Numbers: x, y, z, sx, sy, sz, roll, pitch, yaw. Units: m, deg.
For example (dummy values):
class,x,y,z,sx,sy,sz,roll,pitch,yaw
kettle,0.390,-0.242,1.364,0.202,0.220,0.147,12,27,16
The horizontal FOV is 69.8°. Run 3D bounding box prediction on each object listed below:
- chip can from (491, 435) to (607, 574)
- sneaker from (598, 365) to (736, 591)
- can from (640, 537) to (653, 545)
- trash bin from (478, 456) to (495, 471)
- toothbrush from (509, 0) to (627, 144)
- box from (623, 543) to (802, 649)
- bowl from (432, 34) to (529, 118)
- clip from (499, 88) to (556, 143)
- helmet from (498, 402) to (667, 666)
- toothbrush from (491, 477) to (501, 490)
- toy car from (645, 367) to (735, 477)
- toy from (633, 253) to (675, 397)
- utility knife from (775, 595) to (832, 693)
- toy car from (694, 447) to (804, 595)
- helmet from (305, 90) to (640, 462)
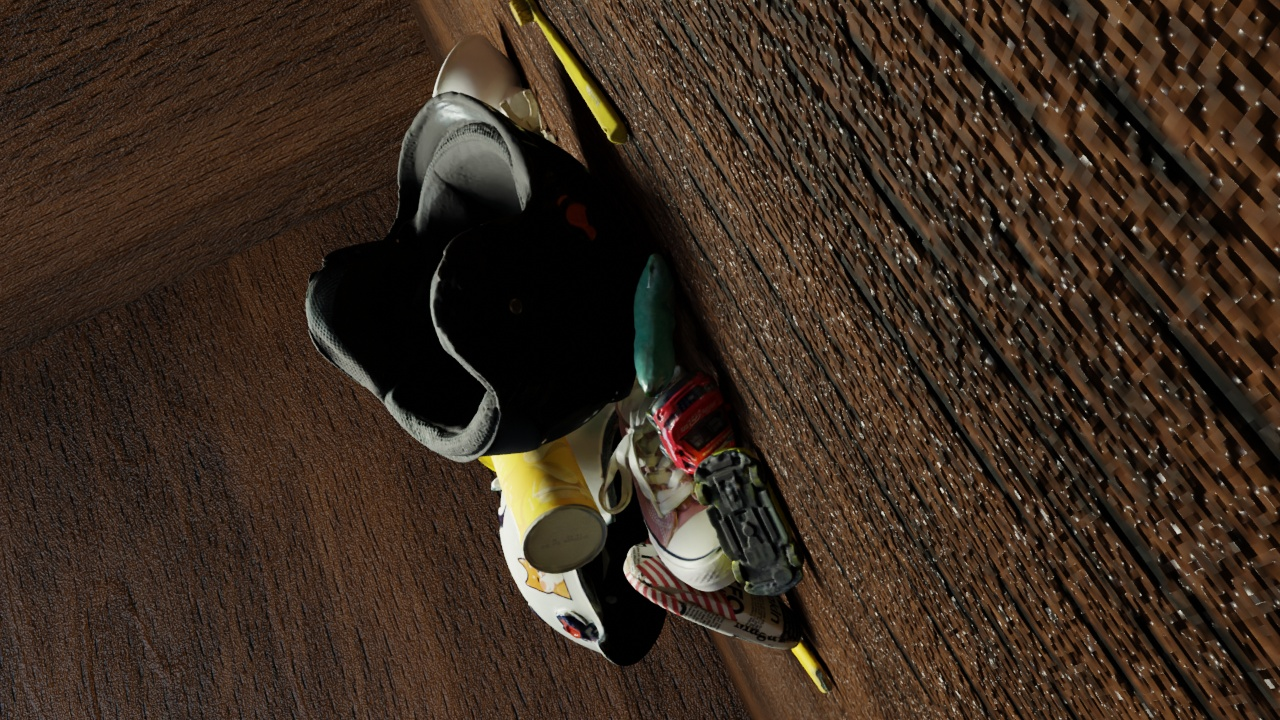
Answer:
class,x,y,z,sx,sy,sz,roll,pitch,yaw
chip can,-0.093,0.086,0.795,0.213,0.072,0.072,-122,9,-53
sneaker,0.018,0.081,0.751,0.088,0.118,0.240,43,-166,-37
can,0.054,0.177,0.860,0.066,0.093,0.066,154,91,-85
trash bin,-0.145,0.036,1.259,0.255,0.229,0.229,-110,-4,-78
toothbrush,-0.050,-0.194,0.597,0.190,0.016,0.016,60,174,39
box,0.062,0.193,0.760,0.164,0.052,0.068,25,-154,-15
bowl,-0.151,-0.260,0.926,0.065,0.118,0.118,23,162,14
clip,-0.110,-0.234,0.902,0.095,0.035,0.102,62,-177,-20
helmet,-0.059,0.167,0.940,0.229,0.157,0.274,-53,-35,-53
toothbrush,-0.070,0.093,1.029,0.026,0.220,0.026,53,150,21
toy car,0.041,0.048,0.644,0.045,0.053,0.120,44,171,26
toy,0.010,-0.016,0.622,0.096,0.030,0.091,73,-160,-73
utility knife,0.132,0.239,0.815,0.033,0.015,0.156,61,176,-26
toy car,0.075,0.108,0.621,0.105,0.048,0.032,65,-157,-3
helmet,-0.111,-0.059,0.716,0.234,0.229,0.274,1,88,47
